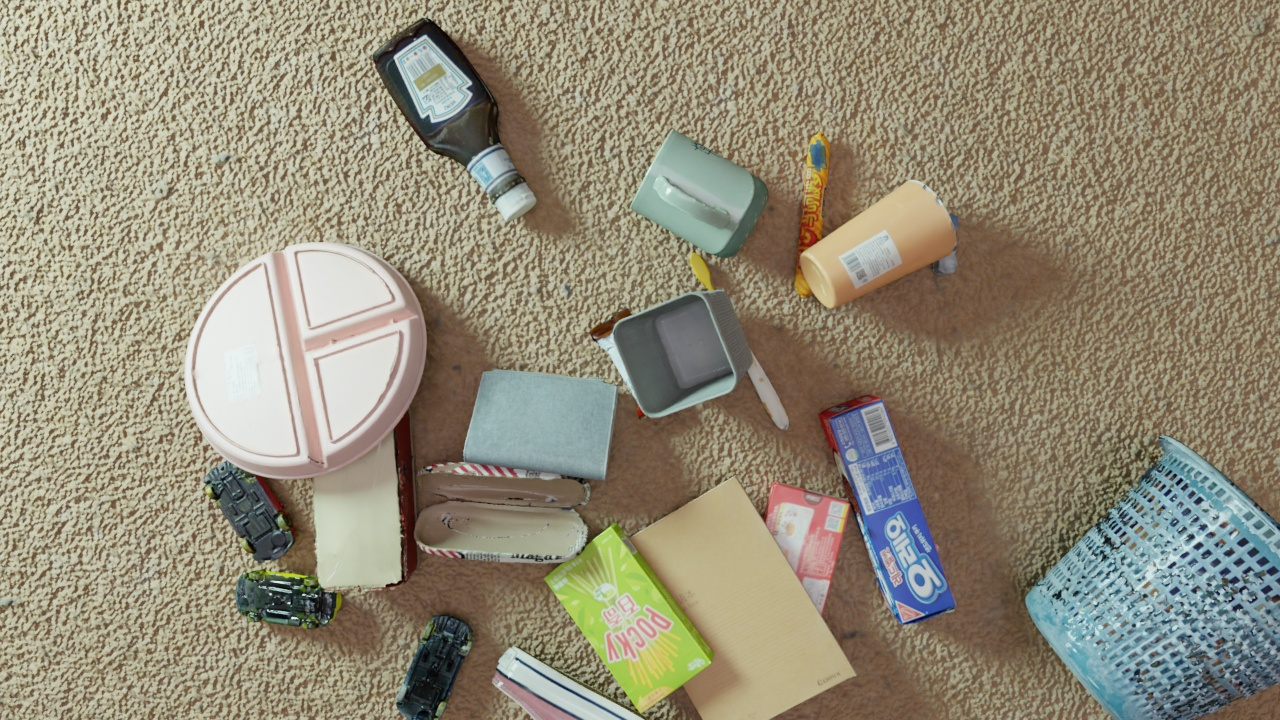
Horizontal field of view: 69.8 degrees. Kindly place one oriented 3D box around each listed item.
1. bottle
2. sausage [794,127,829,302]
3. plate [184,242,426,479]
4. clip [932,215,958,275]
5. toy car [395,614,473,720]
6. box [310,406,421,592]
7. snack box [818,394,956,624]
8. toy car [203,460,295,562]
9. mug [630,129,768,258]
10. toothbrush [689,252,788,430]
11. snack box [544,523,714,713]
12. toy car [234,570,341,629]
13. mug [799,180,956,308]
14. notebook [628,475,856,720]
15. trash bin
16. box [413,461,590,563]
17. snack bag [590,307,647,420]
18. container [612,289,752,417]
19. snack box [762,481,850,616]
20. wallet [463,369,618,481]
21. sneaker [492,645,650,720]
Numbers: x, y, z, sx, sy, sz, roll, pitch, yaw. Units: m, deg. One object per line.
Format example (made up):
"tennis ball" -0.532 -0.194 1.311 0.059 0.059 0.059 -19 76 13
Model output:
"bottle" -0.166 -0.219 0.857 0.080 0.044 0.195 -35 92 2
"sausage" 0.163 -0.137 0.867 0.021 0.021 0.165 5 92 0
"plate" -0.308 -0.007 0.833 0.229 0.028 0.229 -2 72 7
"clip" 0.288 -0.109 0.869 0.025 0.036 0.058 1 91 -2
"toy car" -0.196 0.295 0.879 0.049 0.031 0.105 23 90 0
"box" -0.259 0.126 0.851 0.091 0.078 0.168 -3 91 0
"snack box" 0.230 0.138 0.857 0.057 0.058 0.207 -20 91 1
"toy car" -0.369 0.142 0.875 0.049 0.031 0.106 -34 88 2
"mug" 0.054 -0.145 0.823 0.106 0.111 0.082 30 110 -3
"toothbrush" 0.094 -0.018 0.876 0.016 0.018 0.191 -29 94 3
"snack box" -0.011 0.241 0.863 0.086 0.026 0.156 -38 83 9
"toy car" -0.337 0.226 0.879 0.105 0.032 0.048 2 92 12
"mug" 0.212 -0.100 0.832 0.122 0.078 0.078 -30 91 -6
"notebook" 0.082 0.236 0.863 0.150 0.012 0.211 -32 84 10
"trash bin" 0.460 0.211 0.796 0.195 0.226 0.226 -42 91 14
"box" -0.129 0.144 0.851 0.162 0.076 0.086 3 62 -2
"snack bag" -0.005 0.005 0.871 0.045 0.026 0.105 -30 90 3
"container" 0.044 -0.012 0.819 0.090 0.114 0.090 -20 92 19
"snack box" 0.144 0.198 0.876 0.075 0.025 0.153 14 92 1
"wallet" -0.090 0.057 0.852 0.130 0.037 0.106 7 55 1
"sneaker" -0.038 0.358 0.844 0.241 0.118 0.087 28 74 5
